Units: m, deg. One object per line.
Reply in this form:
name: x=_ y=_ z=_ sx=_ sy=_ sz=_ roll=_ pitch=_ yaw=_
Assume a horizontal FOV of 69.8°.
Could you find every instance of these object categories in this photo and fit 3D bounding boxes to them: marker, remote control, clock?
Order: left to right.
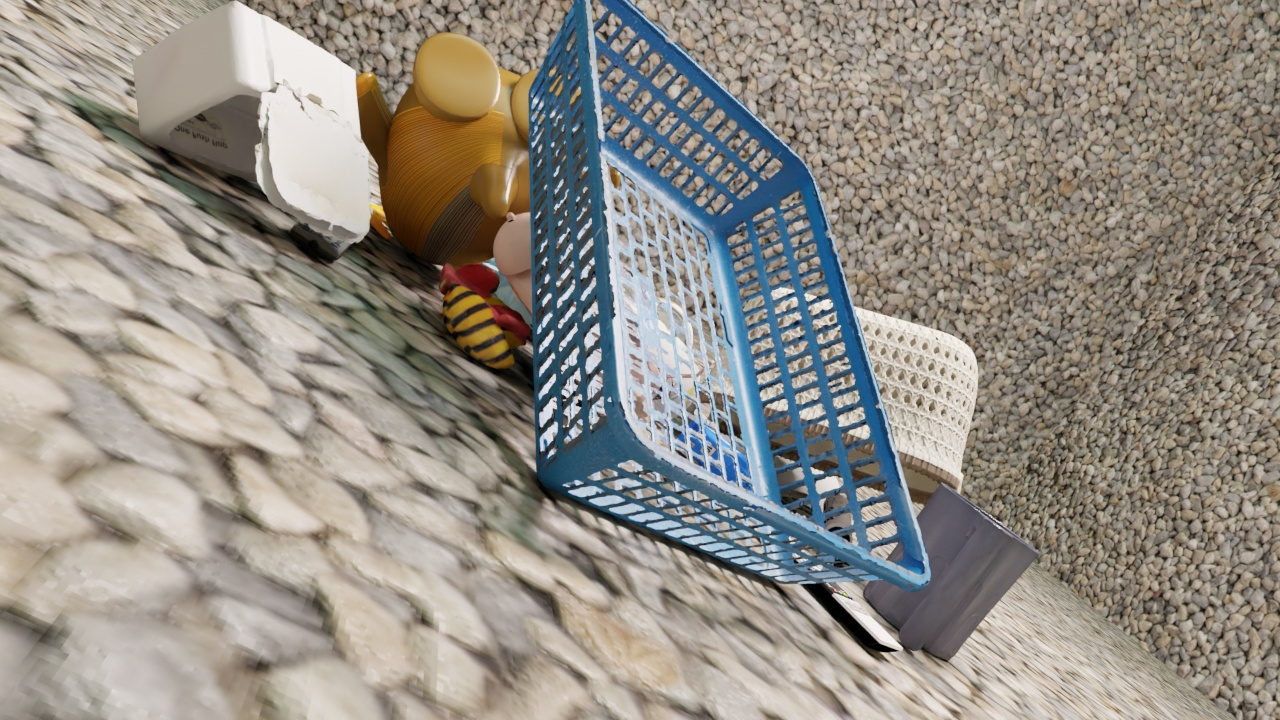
remote control: x=-0.209 y=-0.089 z=0.622 sx=0.033 sy=0.013 sz=0.136 roll=34 pitch=6 yaw=-16
clock: x=-0.033 y=-0.031 z=0.646 sx=0.160 sy=0.086 sz=0.131 roll=48 pitch=-5 yaw=5
remote control: x=0.120 y=0.148 z=0.601 sx=0.028 sy=0.012 sz=0.124 roll=30 pitch=8 yaw=-40
marker: x=0.166 y=0.142 z=0.773 sx=0.025 sy=0.025 sz=0.125 roll=36 pitch=14 yaw=5

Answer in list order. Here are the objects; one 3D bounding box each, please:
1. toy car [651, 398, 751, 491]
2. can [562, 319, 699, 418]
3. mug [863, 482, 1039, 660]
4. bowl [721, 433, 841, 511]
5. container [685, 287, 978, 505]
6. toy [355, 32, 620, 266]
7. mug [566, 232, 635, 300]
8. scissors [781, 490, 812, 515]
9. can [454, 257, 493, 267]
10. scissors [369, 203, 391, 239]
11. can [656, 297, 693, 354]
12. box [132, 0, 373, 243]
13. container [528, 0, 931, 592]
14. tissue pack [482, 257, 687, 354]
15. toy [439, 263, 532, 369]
toy car: x=0.046 y=0.064 z=0.711 sx=0.092 sy=0.033 sz=0.062 roll=41 pitch=2 yaw=42
can: x=-0.005 y=0.004 z=0.769 sx=0.127 sy=0.064 sz=0.064 roll=31 pitch=8 yaw=-35
mug: x=0.224 y=0.156 z=0.666 sx=0.084 sy=0.104 sz=0.124 roll=37 pitch=7 yaw=14
bowl: x=0.158 y=0.105 z=0.970 sx=0.149 sy=0.043 sz=0.149 roll=35 pitch=6 yaw=-5
container: x=0.177 y=0.037 z=0.818 sx=0.246 sy=0.142 sz=0.184 roll=19 pitch=-11 yaw=19
toy: x=-0.135 y=-0.148 z=0.716 sx=0.198 sy=0.162 sz=0.204 roll=15 pitch=-20 yaw=-22
mug: x=-0.058 y=-0.070 z=0.927 sx=0.107 sy=0.089 sz=0.071 roll=33 pitch=7 yaw=-23
scissors: x=0.124 y=0.120 z=0.822 sx=0.141 sy=0.014 sz=0.173 roll=34 pitch=8 yaw=11
can: x=-0.139 y=-0.105 z=0.866 sx=0.105 sy=0.068 sz=0.067 roll=29 pitch=9 yaw=-41
scissors: x=-0.248 y=-0.139 z=0.792 sx=0.127 sy=0.011 sz=0.125 roll=38 pitch=8 yaw=5
can: x=0.013 y=-0.024 z=0.974 sx=0.086 sy=0.086 sz=0.043 roll=35 pitch=7 yaw=0
box: x=-0.221 y=-0.126 z=0.558 sx=0.108 sy=0.126 sz=0.136 roll=12 pitch=65 yaw=-65
container: x=0.034 y=-0.042 z=0.565 sx=0.257 sy=0.089 sz=0.361 roll=30 pitch=40 yaw=-38
tissue pack: x=-0.050 y=-0.039 z=0.836 sx=0.181 sy=0.070 sz=0.112 roll=29 pitch=9 yaw=-37
toy: x=-0.104 y=-0.030 z=0.614 sx=0.084 sy=0.046 sz=0.103 roll=50 pitch=7 yaw=-15
